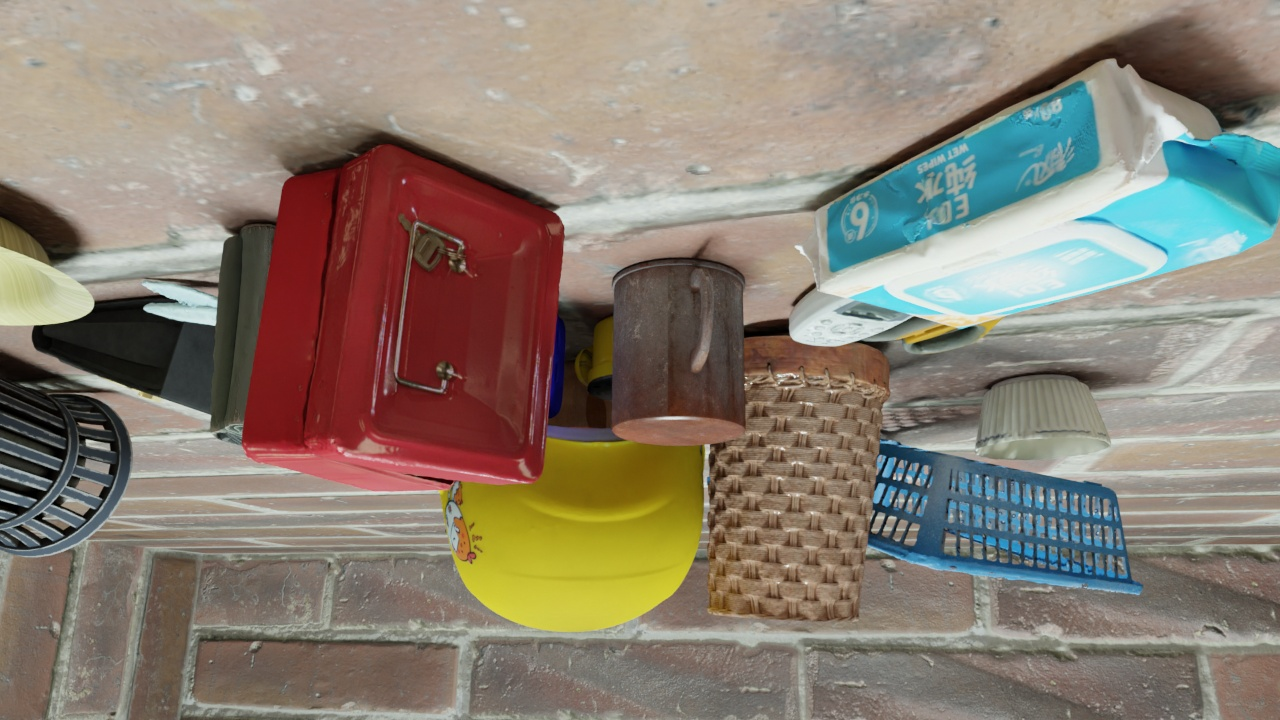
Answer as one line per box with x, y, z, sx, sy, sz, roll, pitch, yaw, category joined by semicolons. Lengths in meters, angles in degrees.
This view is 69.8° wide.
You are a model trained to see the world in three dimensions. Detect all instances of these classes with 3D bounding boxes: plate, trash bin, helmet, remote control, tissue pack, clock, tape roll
-0.417;-0.066;0.527;0.184;0.036;0.184;1;164;0;plate
-0.593;0.074;0.807;0.164;0.164;0.228;0;160;3;trash bin
-0.053;0.142;0.714;0.209;0.139;0.241;0;156;-16;helmet
0.144;-0.036;0.618;0.060;0.028;0.115;7;162;-22;remote control
0.181;-0.067;0.451;0.117;0.066;0.210;12;162;-31;tissue pack
-0.004;0.004;0.711;0.083;0.057;0.119;7;163;-21;clock
-0.050;0.047;0.796;0.027;0.094;0.094;-6;163;21;tape roll
0.121;0.098;0.733;0.151;0.210;0.151;3;168;1;trash bin

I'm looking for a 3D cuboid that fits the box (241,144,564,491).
-0.134;-0.014;0.488;0.127;0.157;0.137;-7;161;39;box

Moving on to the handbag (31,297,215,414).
-0.399;0.002;0.747;0.196;0.072;0.176;8;166;15;handbag

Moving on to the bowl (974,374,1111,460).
0.368;0.053;0.851;0.115;0.062;0.115;0;164;0;bowl

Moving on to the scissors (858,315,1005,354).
0.246;-0.039;0.623;0.113;0.016;0.230;13;161;-32;scissors

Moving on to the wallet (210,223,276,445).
-0.199;-0.008;0.548;0.054;0.131;0.100;-17;158;37;wallet

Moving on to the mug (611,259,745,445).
0.028;-0.007;0.591;0.096;0.110;0.123;-2;165;-10;mug

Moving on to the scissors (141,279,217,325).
-0.263;-0.015;0.640;0.178;0.016;0.101;5;120;-1;scissors

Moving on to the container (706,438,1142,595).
0.259;0.127;0.899;0.257;0.089;0.363;12;179;-24;container

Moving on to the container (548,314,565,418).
-0.101;-0.009;0.625;0.084;0.085;0.113;-1;165;6;container
